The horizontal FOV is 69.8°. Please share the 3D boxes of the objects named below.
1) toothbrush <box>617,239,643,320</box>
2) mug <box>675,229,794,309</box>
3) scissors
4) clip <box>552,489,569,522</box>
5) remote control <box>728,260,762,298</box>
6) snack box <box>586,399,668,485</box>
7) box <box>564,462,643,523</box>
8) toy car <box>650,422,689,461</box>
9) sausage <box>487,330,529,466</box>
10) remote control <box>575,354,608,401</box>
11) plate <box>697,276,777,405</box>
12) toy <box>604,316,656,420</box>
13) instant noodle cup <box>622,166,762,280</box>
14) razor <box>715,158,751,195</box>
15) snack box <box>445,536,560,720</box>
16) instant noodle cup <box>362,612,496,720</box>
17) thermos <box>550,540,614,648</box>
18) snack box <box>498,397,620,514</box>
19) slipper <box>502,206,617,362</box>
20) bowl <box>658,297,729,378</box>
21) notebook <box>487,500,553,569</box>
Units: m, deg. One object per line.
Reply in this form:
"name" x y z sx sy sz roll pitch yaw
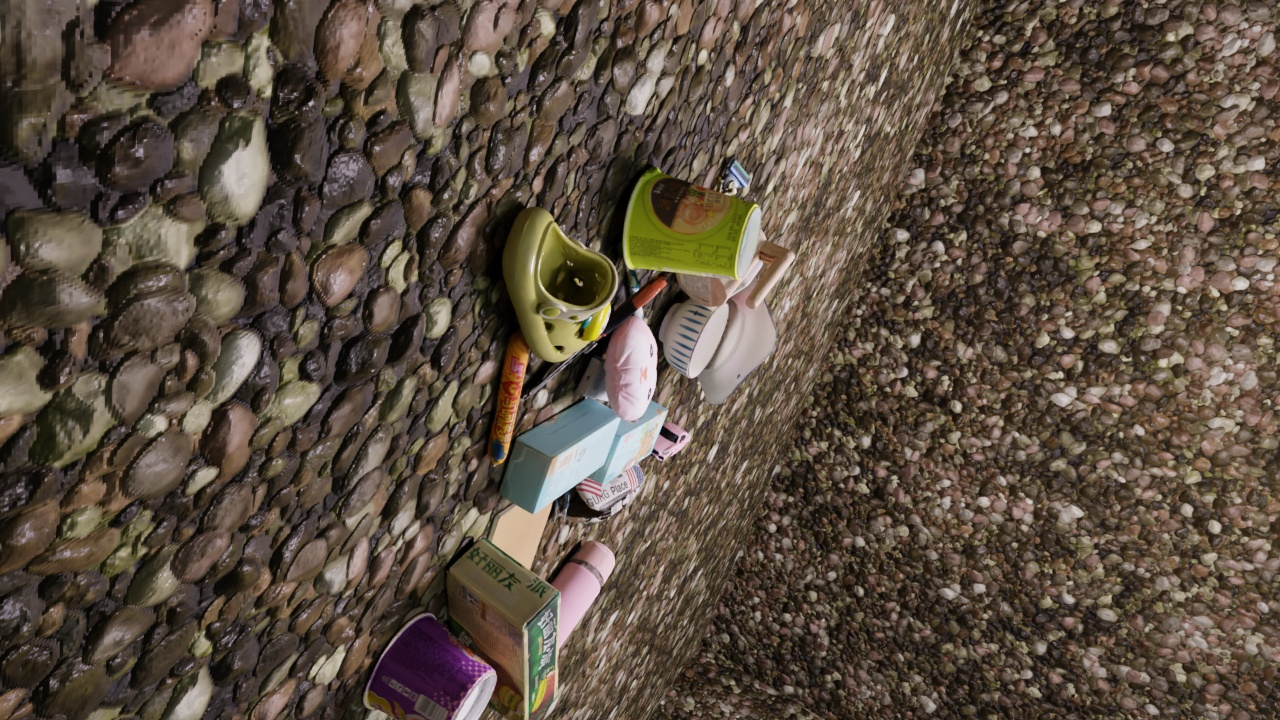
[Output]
"toothbrush" -0.010 -0.085 1.056 0.018 0.016 0.192 -46 158 -18
"mug" 0.123 -0.125 1.205 0.103 0.125 0.084 -52 157 -28
"scissors" -0.041 -0.031 0.973 0.186 0.015 0.208 -37 -174 25
"clip" -0.103 0.189 1.181 0.058 0.038 0.026 102 -12 -50
"remote control" 0.123 -0.104 1.308 0.055 0.020 0.136 -53 -169 -33
"snack box" -0.024 0.104 1.234 0.174 0.051 0.074 -23 138 -66
"box" -0.047 0.167 1.264 0.162 0.076 0.087 -18 113 -63
"toy car" 0.041 0.125 1.455 0.037 0.056 0.122 -65 163 19
"sausage" -0.127 0.039 0.880 0.021 0.021 0.165 -40 152 -53
"remote control" -0.043 0.024 1.108 0.049 0.024 0.125 -65 163 1
"plate" 0.123 -0.035 1.338 0.164 0.034 0.164 -49 -144 32
"toy" -0.006 0.006 1.083 0.159 0.054 0.121 -30 123 -78
"instant noodle cup" 0.058 -0.137 0.962 0.111 0.123 0.111 16 89 -74
"razor" 0.090 -0.191 1.181 0.042 0.022 0.142 39 81 -39
"snack box" -0.153 0.314 1.034 0.063 0.114 0.241 -41 150 -38
"instant noodle cup" -0.210 0.333 0.946 0.111 0.099 0.112 -56 163 -27
"thermos" -0.114 0.352 1.337 0.087 0.067 0.198 -34 -166 50
"snack box" -0.088 0.105 1.046 0.174 0.051 0.074 -28 143 -61
"slipper" -0.064 -0.058 0.804 0.191 0.082 0.091 70 35 -63
"bowl" 0.068 -0.040 1.266 0.116 0.066 0.117 -53 160 -30
"notebook" -0.161 0.247 1.119 0.147 0.008 0.208 -29 142 -62
